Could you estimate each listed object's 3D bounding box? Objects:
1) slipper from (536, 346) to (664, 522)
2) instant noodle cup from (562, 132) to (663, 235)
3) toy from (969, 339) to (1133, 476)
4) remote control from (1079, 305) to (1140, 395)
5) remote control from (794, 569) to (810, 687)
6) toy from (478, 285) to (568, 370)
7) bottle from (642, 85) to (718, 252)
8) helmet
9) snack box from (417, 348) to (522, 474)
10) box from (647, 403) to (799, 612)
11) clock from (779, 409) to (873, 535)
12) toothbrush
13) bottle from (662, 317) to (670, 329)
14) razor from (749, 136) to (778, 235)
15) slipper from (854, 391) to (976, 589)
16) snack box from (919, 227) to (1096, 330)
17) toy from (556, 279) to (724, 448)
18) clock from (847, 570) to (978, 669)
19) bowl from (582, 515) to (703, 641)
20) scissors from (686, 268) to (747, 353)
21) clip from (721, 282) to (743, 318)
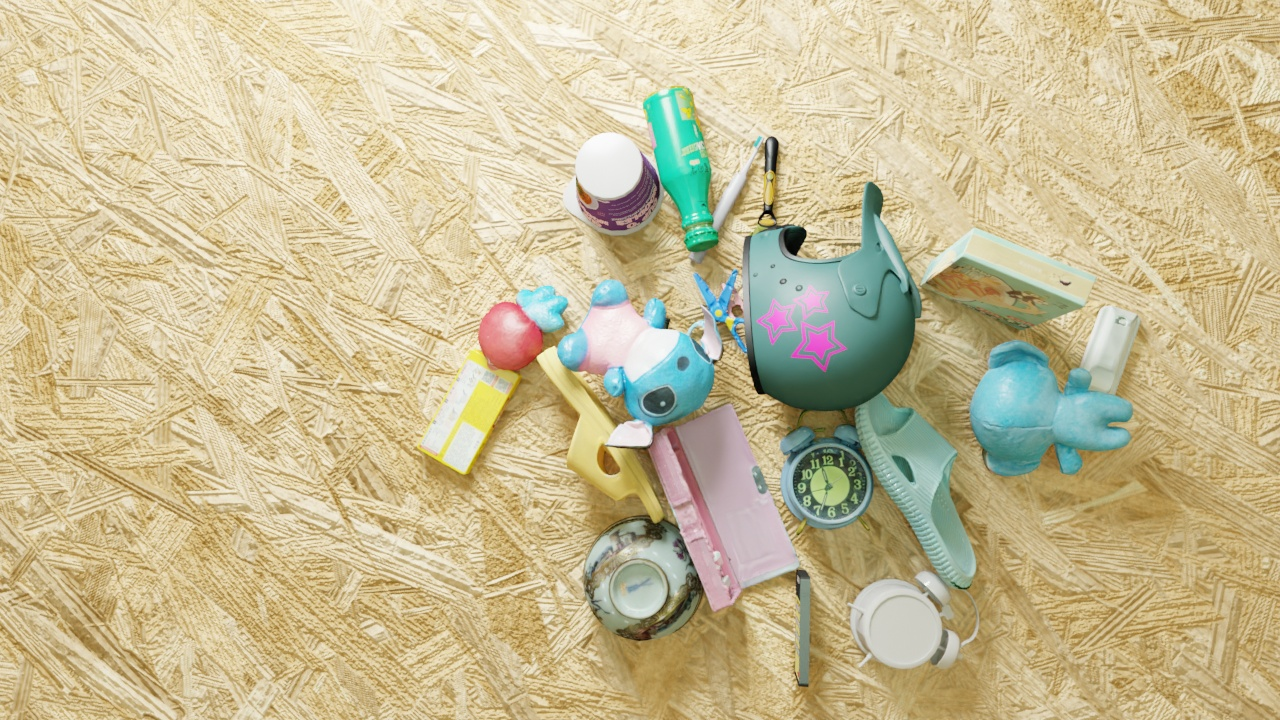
[{"bbox_3d":[-0.062,0.104,1.165,0.078,0.099,0.263,-35,80,3],"label":"slipper"},{"bbox_3d":[-0.042,-0.230,1.170,0.137,0.122,0.122,-10,85,4],"label":"instant noodle cup"},{"bbox_3d":[0.496,0.061,1.118,0.181,0.114,0.183,3,109,22],"label":"toy"},{"bbox_3d":[0.586,-0.002,1.154,0.050,0.022,0.133,20,88,5],"label":"remote control"},{"bbox_3d":[0.202,0.333,1.146,0.013,0.058,0.133,2,86,5],"label":"remote control"},{"bbox_3d":[-0.154,-0.046,1.201,0.132,0.062,0.092,-42,75,-14],"label":"toy"},{"bbox_3d":[0.057,-0.245,1.185,0.068,0.068,0.209,-13,82,3],"label":"bottle"},{"bbox_3d":[0.234,-0.073,1.111,0.200,0.176,0.274,-6,63,15],"label":"helmet"},{"bbox_3d":[-0.226,0.068,1.215,0.075,0.025,0.152,29,89,6],"label":"snack box"},{"bbox_3d":[0.105,0.178,1.147,0.116,0.106,0.232,-24,83,12],"label":"box"},{"bbox_3d":[0.234,0.137,1.156,0.118,0.060,0.162,-8,82,6],"label":"clock"},{"bbox_3d":[0.116,-0.213,1.208,0.019,0.018,0.188,29,89,8],"label":"toothbrush"},{"bbox_3d":[0.015,0.003,1.196,0.033,0.033,0.123,16,87,5],"label":"bottle"},{"bbox_3d":[0.168,-0.224,1.205,0.044,0.021,0.144,4,84,5],"label":"razor"},{"bbox_3d":[0.349,0.149,1.121,0.070,0.115,0.276,-30,88,38],"label":"slipper"},{"bbox_3d":[0.427,-0.093,1.087,0.141,0.193,0.044,24,86,5],"label":"snack box"},{"bbox_3d":[-0.007,0.007,1.128,0.191,0.099,0.223,33,69,8],"label":"toy"},{"bbox_3d":[0.338,0.325,1.139,0.159,0.061,0.120,-9,85,-1],"label":"clock"},{"bbox_3d":[0.000,0.279,1.148,0.160,0.094,0.160,0,86,5],"label":"bowl"},{"bbox_3d":[0.097,-0.056,1.192,0.123,0.016,0.125,-31,86,15],"label":"scissors"},{"bbox_3d":[0.127,-0.076,1.198,0.045,0.023,0.060,2,88,0],"label":"clip"}]
